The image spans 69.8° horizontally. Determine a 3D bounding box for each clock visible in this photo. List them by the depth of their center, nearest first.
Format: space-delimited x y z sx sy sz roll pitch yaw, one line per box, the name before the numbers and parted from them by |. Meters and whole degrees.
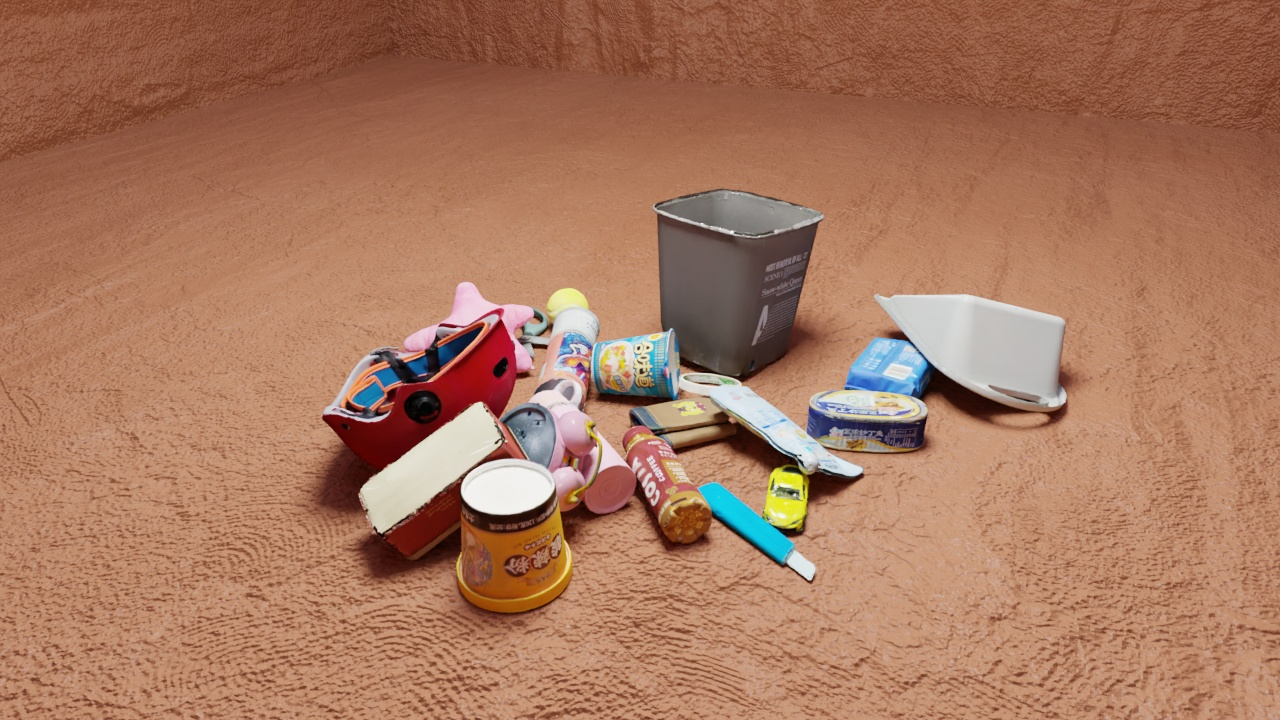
clock | -0.104 0.110 1.016 0.159 0.059 0.117 -5 64 41

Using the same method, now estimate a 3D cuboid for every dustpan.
dustpan | 0.472 -0.009 1.292 0.222 0.142 0.258 12 -2 -14

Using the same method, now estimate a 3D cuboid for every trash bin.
trash bin | 0.132 -0.115 1.322 0.199 0.220 0.198 22 30 37

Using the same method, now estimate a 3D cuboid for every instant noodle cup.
instant noodle cup | -0.129 0.171 0.924 0.118 0.115 0.118 0 28 0
instant noodle cup | -0.007 0.007 1.253 0.110 0.099 0.099 -2 28 12

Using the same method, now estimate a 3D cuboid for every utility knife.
utility knife | 0.124 0.184 0.996 0.034 0.018 0.179 -32 41 -22

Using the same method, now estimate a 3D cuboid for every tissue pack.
tissue pack | 0.346 0.019 1.260 0.095 0.052 0.156 18 33 27

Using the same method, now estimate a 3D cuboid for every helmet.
helmet | -0.238 0.048 1.091 0.240 0.144 0.206 -24 20 8

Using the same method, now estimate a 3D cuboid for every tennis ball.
tennis ball | -0.114 -0.080 1.436 0.065 0.065 0.065 0 29 0

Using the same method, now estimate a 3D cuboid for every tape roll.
tape roll | 0.095 0.033 1.252 0.086 0.014 0.085 5 11 -1

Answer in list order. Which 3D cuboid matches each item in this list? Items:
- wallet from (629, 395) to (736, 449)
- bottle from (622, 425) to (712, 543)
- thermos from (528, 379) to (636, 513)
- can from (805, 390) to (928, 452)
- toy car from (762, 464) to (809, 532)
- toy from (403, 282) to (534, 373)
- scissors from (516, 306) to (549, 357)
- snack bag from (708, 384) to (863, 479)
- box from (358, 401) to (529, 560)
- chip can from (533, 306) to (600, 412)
wallet | 0.053 0.080 1.177 0.115 0.033 0.090 -9 28 -21
bottle | 0.024 0.135 1.046 0.057 0.057 0.175 -10 30 -17
thermos | -0.072 0.095 1.098 0.067 0.087 0.198 32 8 -37
can | 0.285 0.076 1.158 0.148 0.049 0.074 3 29 6
toy car | 0.166 0.154 1.037 0.048 0.032 0.105 6 31 12
toy | -0.235 -0.022 1.317 0.178 0.075 0.194 26 54 12
scissors | -0.203 -0.046 1.426 0.170 0.019 0.178 2 28 7
snack bag | 0.173 0.089 1.121 0.110 0.039 0.191 21 13 -48
box | -0.212 0.121 0.974 0.168 0.077 0.091 -37 45 -4
chip can | -0.101 0.002 1.279 0.071 0.071 0.214 1 29 3
